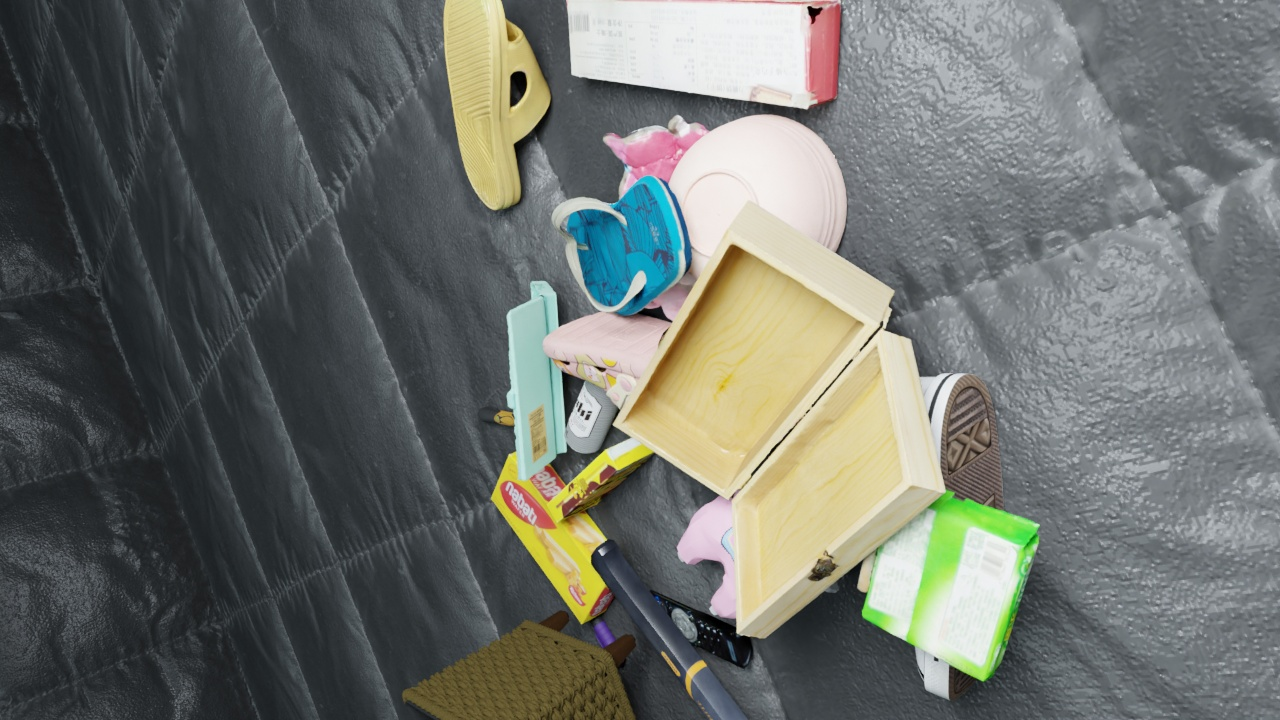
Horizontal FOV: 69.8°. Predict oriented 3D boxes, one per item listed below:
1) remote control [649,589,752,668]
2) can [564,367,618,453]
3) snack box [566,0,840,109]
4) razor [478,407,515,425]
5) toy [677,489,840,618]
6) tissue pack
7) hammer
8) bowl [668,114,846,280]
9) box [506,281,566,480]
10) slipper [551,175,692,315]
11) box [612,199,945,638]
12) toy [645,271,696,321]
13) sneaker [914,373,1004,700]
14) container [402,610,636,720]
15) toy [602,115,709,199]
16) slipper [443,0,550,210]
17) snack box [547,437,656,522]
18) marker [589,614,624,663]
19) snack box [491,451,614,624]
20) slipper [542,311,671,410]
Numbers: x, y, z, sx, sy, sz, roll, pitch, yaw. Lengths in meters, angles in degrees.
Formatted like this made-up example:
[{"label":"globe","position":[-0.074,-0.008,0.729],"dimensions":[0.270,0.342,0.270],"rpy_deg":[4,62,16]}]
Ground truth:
[{"label":"remote control","position":[0.059,0.277,0.958],"dimensions":[0.141,0.021,0.045],"rpy_deg":[7,118,51]},{"label":"can","position":[-0.047,0.051,0.972],"dimensions":[0.044,0.043,0.107],"rpy_deg":[48,135,25]},{"label":"snack box","position":[0.042,-0.263,0.753],"dimensions":[0.273,0.044,0.077],"rpy_deg":[23,127,42]},{"label":"razor","position":[-0.159,0.071,1.125],"dimensions":[0.144,0.021,0.044],"rpy_deg":[3,106,50]},{"label":"toy","position":[0.110,0.170,0.826],"dimensions":[0.158,0.067,0.123],"rpy_deg":[-46,68,42]},{"label":"tissue pack","position":[0.199,0.142,0.604],"dimensions":[0.100,0.034,0.114],"rpy_deg":[23,115,37]},{"label":"hammer","position":[0.051,0.315,0.948],"dimensions":[0.312,0.035,0.140],"rpy_deg":[50,148,18]},{"label":"bowl","position":[0.077,-0.117,0.718],"dimensions":[0.153,0.076,0.153],"rpy_deg":[8,105,33]},{"label":"box","position":[-0.108,0.019,0.982],"dimensions":[0.138,0.055,0.187],"rpy_deg":[-87,-5,-70]},{"label":"slipper","position":[-0.030,-0.092,0.811],"dimensions":[0.118,0.060,0.295],"rpy_deg":[68,164,-6]},{"label":"box","position":[0.101,0.051,0.694],"dimensions":[0.252,0.118,0.248],"rpy_deg":[64,147,27]},{"label":"toy","position":[0.028,-0.088,0.837],"dimensions":[0.096,0.041,0.109],"rpy_deg":[26,127,26]},{"label":"sneaker","position":[0.205,0.128,0.684],"dimensions":[0.097,0.091,0.245],"rpy_deg":[4,109,48]},{"label":"container","position":[-0.081,0.454,1.008],"dimensions":[0.177,0.204,0.321],"rpy_deg":[1,115,48]},{"label":"toy","position":[0.022,-0.181,0.806],"dimensions":[0.102,0.050,0.065],"rpy_deg":[-8,115,23]},{"label":"slipper","position":[-0.142,-0.271,0.934],"dimensions":[0.099,0.078,0.264],"rpy_deg":[44,150,28]},{"label":"snack box","position":[-0.042,0.126,0.983],"dimensions":[0.025,0.061,0.149],"rpy_deg":[58,139,13]},{"label":"marker","position":[-0.059,0.306,1.104],"dimensions":[0.018,0.015,0.134],"rpy_deg":[-40,71,16]},{"label":"snack box","position":[-0.098,0.204,1.089],"dimensions":[0.200,0.042,0.092],"rpy_deg":[49,136,23]},{"label":"slipper","position":[-0.005,0.005,0.881],"dimensions":[0.198,0.093,0.081],"rpy_deg":[10,122,40]}]
